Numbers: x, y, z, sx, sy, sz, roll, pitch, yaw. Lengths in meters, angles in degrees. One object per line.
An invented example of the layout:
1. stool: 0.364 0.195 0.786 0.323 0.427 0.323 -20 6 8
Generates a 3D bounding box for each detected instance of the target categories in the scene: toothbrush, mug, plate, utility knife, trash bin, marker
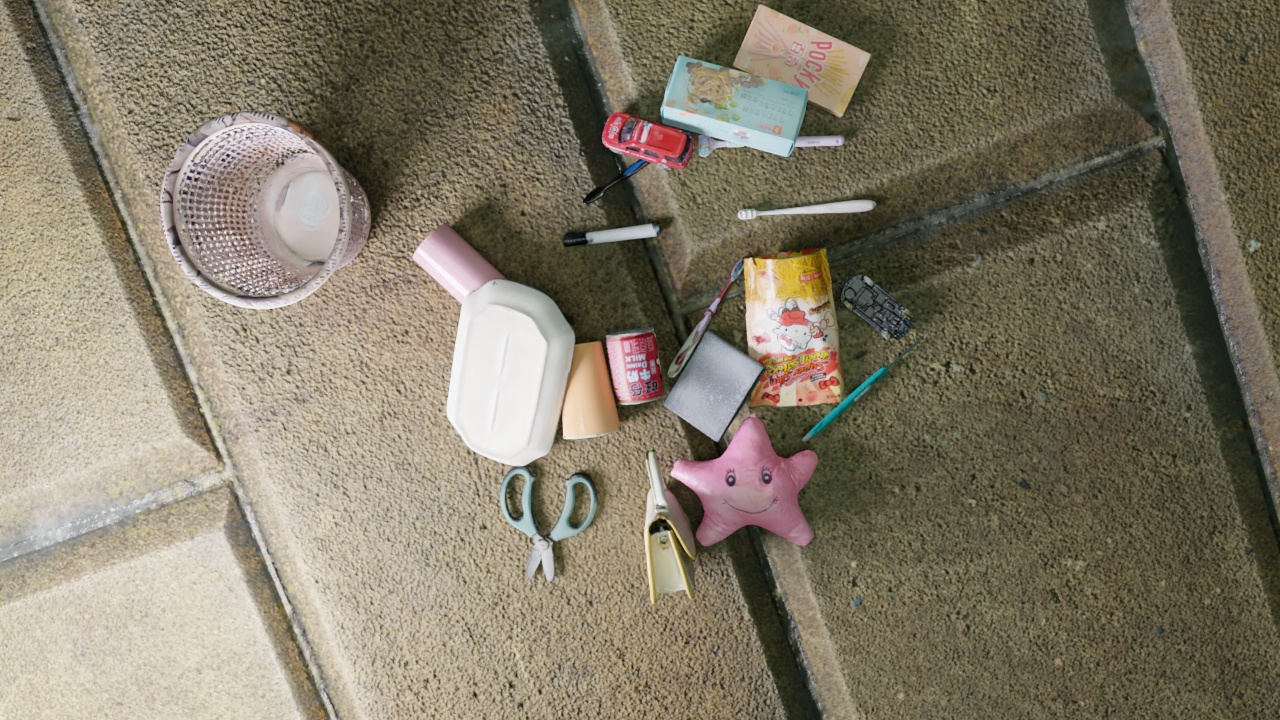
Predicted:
1. toothbrush: 0.003 -0.260 1.209 0.189 0.016 0.014 -34 85 4
2. mug: -0.071 0.038 1.219 0.078 0.078 0.123 -7 92 4
3. toothbrush: 0.089 -0.055 1.225 0.016 0.017 0.188 32 97 0
4. plate: -0.178 0.026 1.195 0.162 0.034 0.266 20 117 10
5. toothbrush: 0.170 -0.283 1.192 0.189 0.021 0.029 -2 116 1
6. utility knife: 0.296 0.040 1.221 0.209 0.029 0.013 -43 66 6
7. trash bin: -0.441 -0.184 1.148 0.227 0.192 0.227 0 97 3
8. toothbrush: 0.218 -0.197 1.202 0.180 0.016 0.016 -4 103 3
9. marker: -0.039 -0.168 1.219 0.131 0.018 0.022 -7 87 4

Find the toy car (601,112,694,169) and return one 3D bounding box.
1. toy car: 0.009 -0.285 1.181 0.120 0.045 0.053 17 85 10

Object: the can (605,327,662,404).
1. can: -0.007 0.007 1.213 0.066 0.066 0.094 -8 96 4

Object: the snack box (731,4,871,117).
1. snack box: 0.205 -0.383 1.175 0.157 0.026 0.084 24 98 0

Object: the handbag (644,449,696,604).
1. handbag: 0.034 0.207 1.187 0.063 0.163 0.179 -8 96 2

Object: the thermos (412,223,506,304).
1. thermos: -0.200 -0.097 1.206 0.198 0.067 0.087 42 123 -1

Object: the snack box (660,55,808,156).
1. snack box: 0.119 -0.322 1.163 0.175 0.052 0.074 16 79 3

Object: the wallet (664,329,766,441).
1. wallet: 0.097 0.034 1.219 0.097 0.019 0.121 35 99 25

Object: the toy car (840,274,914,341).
1. toy car: 0.309 -0.070 1.205 0.105 0.031 0.049 38 96 -3

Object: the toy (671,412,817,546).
1. toy: 0.138 0.159 1.221 0.195 0.074 0.178 1 88 5

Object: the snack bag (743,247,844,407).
1. snack bag: 0.199 -0.040 1.206 0.128 0.073 0.208 -7 104 3

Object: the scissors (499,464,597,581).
1. scissors: -0.116 0.222 1.270 0.169 0.019 0.177 -12 95 4
